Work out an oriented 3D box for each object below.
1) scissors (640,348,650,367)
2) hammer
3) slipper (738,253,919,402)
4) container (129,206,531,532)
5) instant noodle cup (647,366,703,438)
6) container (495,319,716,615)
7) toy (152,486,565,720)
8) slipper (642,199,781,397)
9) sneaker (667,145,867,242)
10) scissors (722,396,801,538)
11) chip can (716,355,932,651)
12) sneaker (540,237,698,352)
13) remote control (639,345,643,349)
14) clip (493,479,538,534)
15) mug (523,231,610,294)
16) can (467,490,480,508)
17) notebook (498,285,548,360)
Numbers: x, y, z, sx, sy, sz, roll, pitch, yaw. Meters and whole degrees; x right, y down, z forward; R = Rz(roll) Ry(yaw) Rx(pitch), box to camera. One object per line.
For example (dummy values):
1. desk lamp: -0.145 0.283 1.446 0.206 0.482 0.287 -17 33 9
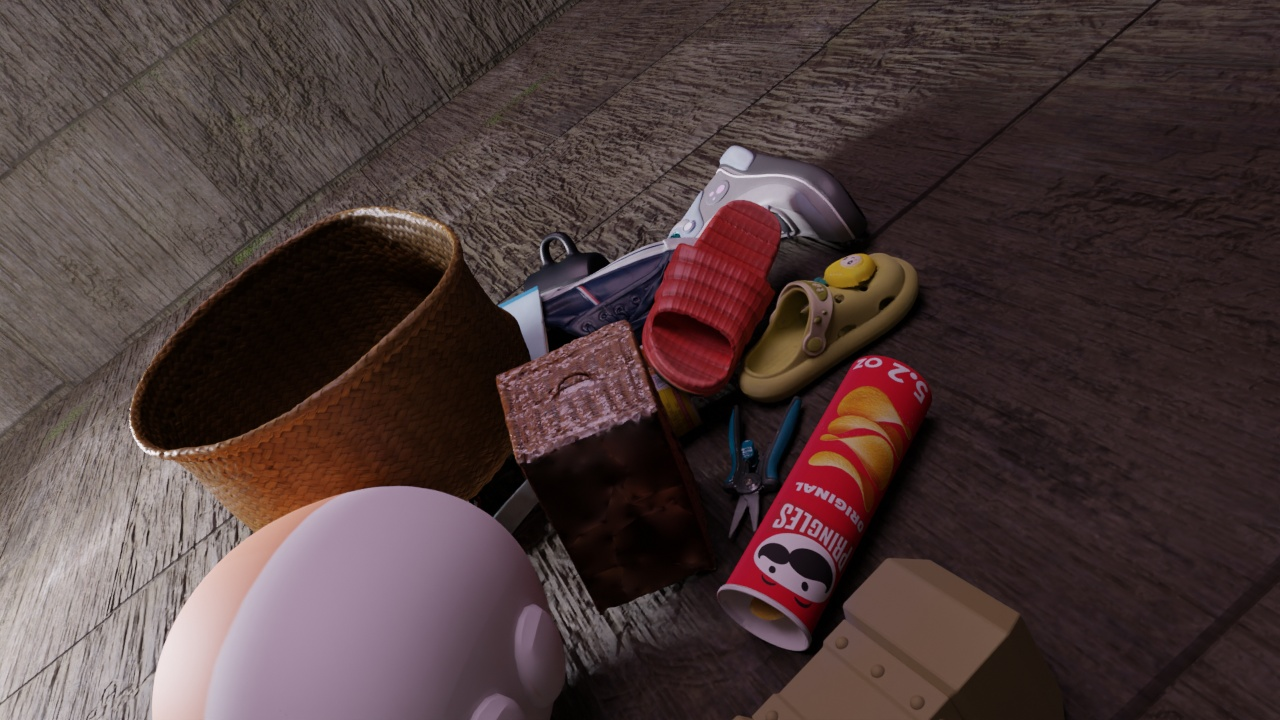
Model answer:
1. scissors: 0.015 0.003 0.909 0.011 0.125 0.131 45 120 58
2. hammer: 0.183 0.239 0.386 0.190 0.101 0.325 -43 30 -11
3. slipper: 0.158 -0.043 0.835 0.190 0.081 0.091 -39 27 1
4. container: -0.256 0.026 0.818 0.307 0.197 0.306 -19 37 15
5. instant noodle cup: -0.006 0.050 0.866 0.112 0.100 0.100 -26 30 3
6. container: -0.022 0.087 0.718 0.114 0.199 0.112 -22 35 1
7. toy: -0.196 0.225 0.640 0.281 0.266 0.262 -3 34 22
8. slipper: 0.076 -0.076 0.870 0.059 0.103 0.248 110 -175 -56
9. sneaker: 0.126 -0.146 1.019 0.160 0.093 0.256 -46 31 0
10. scissors: 0.101 0.081 0.779 0.119 0.019 0.151 -33 35 0
11. chip can: 0.139 0.096 0.666 0.069 0.069 0.220 1 46 47
12. sneaker: -0.015 -0.034 0.960 0.295 0.121 0.127 -17 26 15
13. remote control: -0.005 0.005 0.920 0.146 0.045 0.008 -19 48 -18
14. clip: -0.109 0.133 0.883 0.164 0.031 0.168 -46 2 8
15. mug: -0.088 -0.100 1.132 0.095 0.121 0.085 -19 5 25
16. can: -0.181 0.159 0.946 0.031 0.031 0.080 -31 30 9
17. notebook: -0.209 0.028 0.953 0.254 0.009 0.180 -26 39 9
